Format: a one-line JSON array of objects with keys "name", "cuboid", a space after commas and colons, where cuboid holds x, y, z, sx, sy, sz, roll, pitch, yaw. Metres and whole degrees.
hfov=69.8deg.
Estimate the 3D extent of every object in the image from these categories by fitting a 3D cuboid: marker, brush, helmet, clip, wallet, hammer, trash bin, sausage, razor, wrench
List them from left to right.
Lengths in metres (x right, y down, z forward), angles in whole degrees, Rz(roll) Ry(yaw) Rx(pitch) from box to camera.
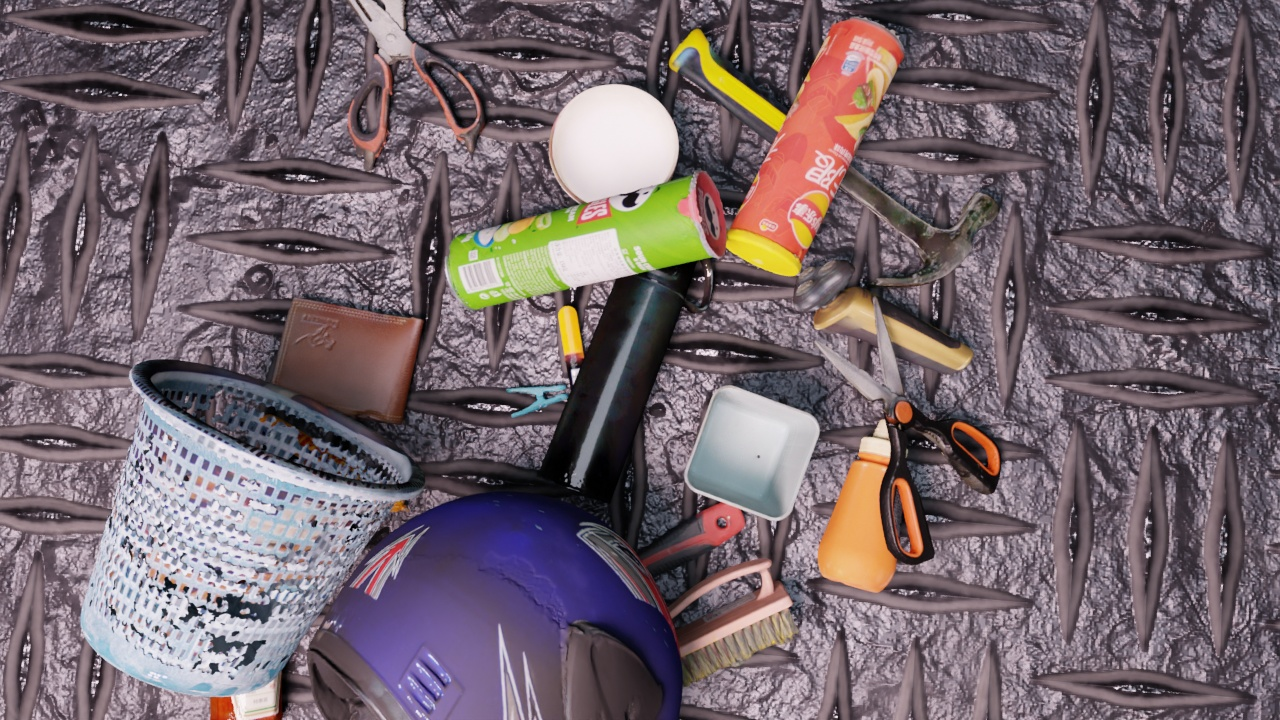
[{"name": "trash bin", "cuboid": [-0.310, 0.132, 0.701, 0.226, 0.226, 0.195, 26, 91, 3]}, {"name": "sausage", "cuboid": [-0.279, 0.093, 0.830, 0.165, 0.021, 0.021, 30, 87, 3]}, {"name": "wallet", "cuboid": [-0.266, 0.000, 0.833, 0.124, 0.032, 0.101, 10, 84, 1]}, {"name": "helmet", "cuboid": [-0.085, 0.249, 0.694, 0.239, 0.248, 0.315, -33, 111, -34]}, {"name": "clip", "cuboid": [-0.093, 0.034, 0.834, 0.055, 0.013, 0.038, -10, 86, 2]}, {"name": "marker", "cuboid": [-0.058, 0.012, 0.835, 0.018, 0.015, 0.124, -9, 88, -6]}, {"name": "wrench", "cuboid": [-0.027, 0.205, 0.819, 0.273, 0.016, 0.056, -34, 89, -1]}, {"name": "brush", "cuboid": [0.060, 0.229, 0.793, 0.145, 0.063, 0.073, -25, 90, 1]}, {"name": "hammer", "cuboid": [0.160, -0.185, 0.836, 0.323, 0.032, 0.126, 38, 87, 3]}, {"name": "razor", "cuboid": [0.216, -0.036, 0.813, 0.167, 0.062, 0.068, 26, 124, -2]}]

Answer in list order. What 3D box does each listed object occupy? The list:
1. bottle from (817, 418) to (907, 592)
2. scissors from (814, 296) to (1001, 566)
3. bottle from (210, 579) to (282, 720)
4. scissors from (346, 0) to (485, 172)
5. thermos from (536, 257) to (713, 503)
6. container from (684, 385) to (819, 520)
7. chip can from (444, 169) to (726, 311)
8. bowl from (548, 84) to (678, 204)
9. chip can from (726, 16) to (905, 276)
[{"name": "bottle", "cuboid": [0.201, 0.123, 0.801, 0.067, 0.067, 0.149, 17, 79, 2]}, {"name": "scissors", "cuboid": [0.230, 0.062, 0.781, 0.228, 0.022, 0.220, 12, 76, -27]}, {"name": "bottle", "cuboid": [-0.347, 0.221, 0.805, 0.060, 0.060, 0.206, -5, 82, 1]}, {"name": "scissors", "cuboid": [-0.226, -0.279, 0.859, 0.189, 0.015, 0.226, 17, 87, 3]}, {"name": "thermos", "cuboid": [-0.005, 0.005, 0.806, 0.090, 0.068, 0.242, 25, 82, -19]}, {"name": "container", "cuboid": [0.088, 0.076, 0.778, 0.090, 0.111, 0.090, 20, 86, 2]}, {"name": "chip can", "cuboid": [-0.049, -0.097, 0.773, 0.236, 0.072, 0.072, -10, 85, 23]}, {"name": "bowl", "cuboid": [-0.024, -0.183, 0.824, 0.113, 0.062, 0.113, 0, 86, 0]}, {"name": "chip can", "cuboid": [0.149, -0.181, 0.784, 0.073, 0.073, 0.216, 27, 85, 3]}]
